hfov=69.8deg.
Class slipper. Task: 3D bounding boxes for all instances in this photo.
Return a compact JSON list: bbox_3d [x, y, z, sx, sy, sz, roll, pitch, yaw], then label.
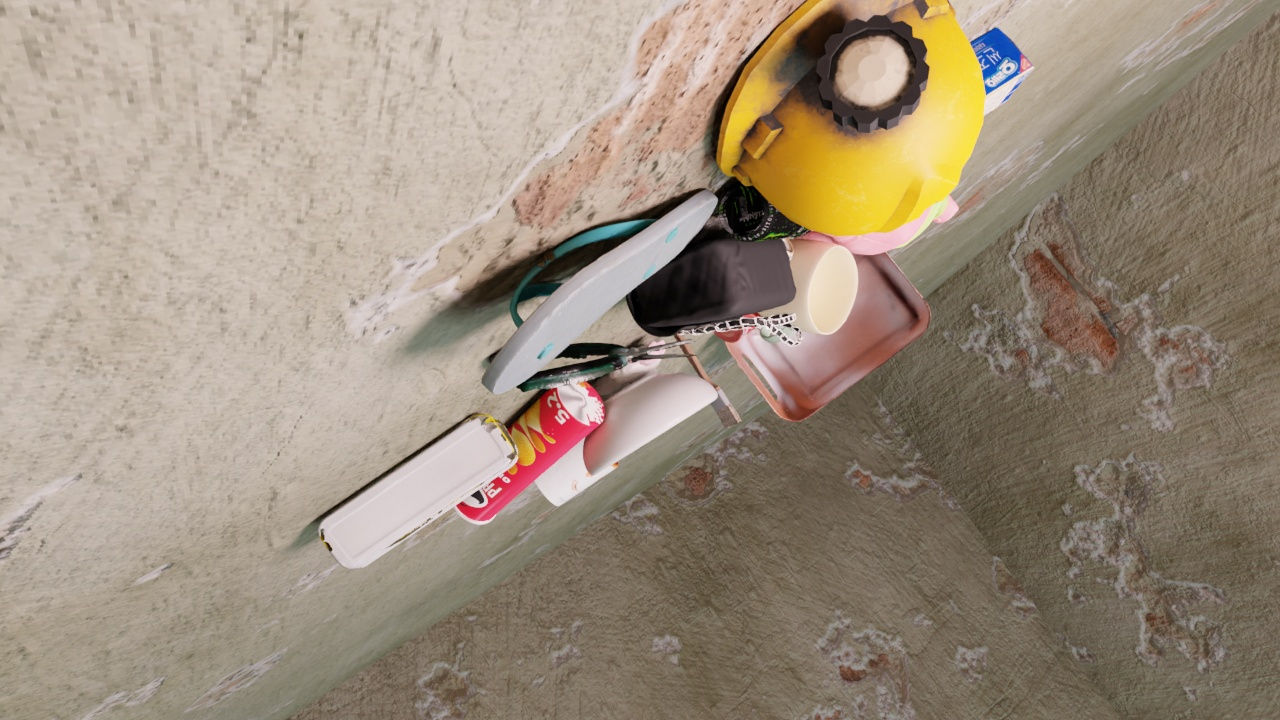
[{"bbox_3d":[-0.031,-0.073,0.693,0.267,0.055,0.098,-41,172,-37],"label":"slipper"}]

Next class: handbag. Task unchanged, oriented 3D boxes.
[{"bbox_3d":[0.070,-0.052,0.866,0.125,0.114,0.153,-13,-176,31],"label":"handbag"}]

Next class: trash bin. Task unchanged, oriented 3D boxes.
[{"bbox_3d":[0.279,-0.050,1.349,0.260,0.181,0.157,-39,170,17],"label":"trash bin"}]

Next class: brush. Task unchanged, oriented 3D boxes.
[{"bbox_3d":[0.075,0.017,1.111,0.008,0.143,0.045,-30,177,-18],"label":"brush"}]

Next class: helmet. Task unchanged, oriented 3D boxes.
[{"bbox_3d":[0.173,-0.164,0.671,0.205,0.131,0.255,-38,170,10],"label":"helmet"}]

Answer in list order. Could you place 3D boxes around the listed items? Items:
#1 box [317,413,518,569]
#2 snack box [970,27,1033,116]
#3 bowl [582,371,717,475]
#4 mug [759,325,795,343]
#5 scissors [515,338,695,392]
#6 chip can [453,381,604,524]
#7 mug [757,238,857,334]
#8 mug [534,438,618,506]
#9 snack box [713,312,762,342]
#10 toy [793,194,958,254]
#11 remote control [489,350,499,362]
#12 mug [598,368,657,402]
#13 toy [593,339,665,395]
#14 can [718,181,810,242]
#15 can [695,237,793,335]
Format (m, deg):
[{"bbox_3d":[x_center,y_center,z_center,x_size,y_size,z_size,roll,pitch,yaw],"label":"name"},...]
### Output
[{"bbox_3d":[-0.222,0.133,0.931,0.210,0.067,0.070,-35,168,-4],"label":"box"},{"bbox_3d":[0.266,-0.232,0.852,0.206,0.057,0.056,-33,168,-15],"label":"snack box"},{"bbox_3d":[0.000,0.061,1.072,0.176,0.066,0.176,-32,176,-3],"label":"bowl"},{"bbox_3d":[0.189,-0.072,1.190,0.104,0.084,0.111,-32,-148,52],"label":"mug"},{"bbox_3d":[-0.050,0.000,0.783,0.201,0.015,0.204,-12,-171,-39],"label":"scissors"},{"bbox_3d":[-0.135,0.106,1.062,0.221,0.069,0.069,-42,167,31],"label":"chip can"},{"bbox_3d":[0.174,-0.078,1.007,0.120,0.100,0.096,45,69,-44],"label":"mug"},{"bbox_3d":[-0.097,0.146,1.314,0.105,0.082,0.082,-35,169,6],"label":"mug"},{"bbox_3d":[0.139,-0.079,1.084,0.121,0.072,0.072,-30,168,-26],"label":"snack box"},{"bbox_3d":[0.240,-0.165,0.994,0.236,0.096,0.193,-5,161,-42],"label":"toy"},{"bbox_3d":[-0.073,-0.030,0.810,0.136,0.013,0.033,-33,169,-10],"label":"remote control"},{"bbox_3d":[-0.015,0.055,1.219,0.087,0.081,0.114,-27,-161,-10],"label":"mug"},{"bbox_3d":[-0.007,0.006,1.106,0.079,0.038,0.123,-18,164,-33],"label":"toy"},{"bbox_3d":[0.118,-0.135,0.826,0.054,0.054,0.137,-41,168,29],"label":"can"},{"bbox_3d":[0.095,-0.087,0.963,0.136,0.054,0.054,-40,168,27],"label":"can"}]
